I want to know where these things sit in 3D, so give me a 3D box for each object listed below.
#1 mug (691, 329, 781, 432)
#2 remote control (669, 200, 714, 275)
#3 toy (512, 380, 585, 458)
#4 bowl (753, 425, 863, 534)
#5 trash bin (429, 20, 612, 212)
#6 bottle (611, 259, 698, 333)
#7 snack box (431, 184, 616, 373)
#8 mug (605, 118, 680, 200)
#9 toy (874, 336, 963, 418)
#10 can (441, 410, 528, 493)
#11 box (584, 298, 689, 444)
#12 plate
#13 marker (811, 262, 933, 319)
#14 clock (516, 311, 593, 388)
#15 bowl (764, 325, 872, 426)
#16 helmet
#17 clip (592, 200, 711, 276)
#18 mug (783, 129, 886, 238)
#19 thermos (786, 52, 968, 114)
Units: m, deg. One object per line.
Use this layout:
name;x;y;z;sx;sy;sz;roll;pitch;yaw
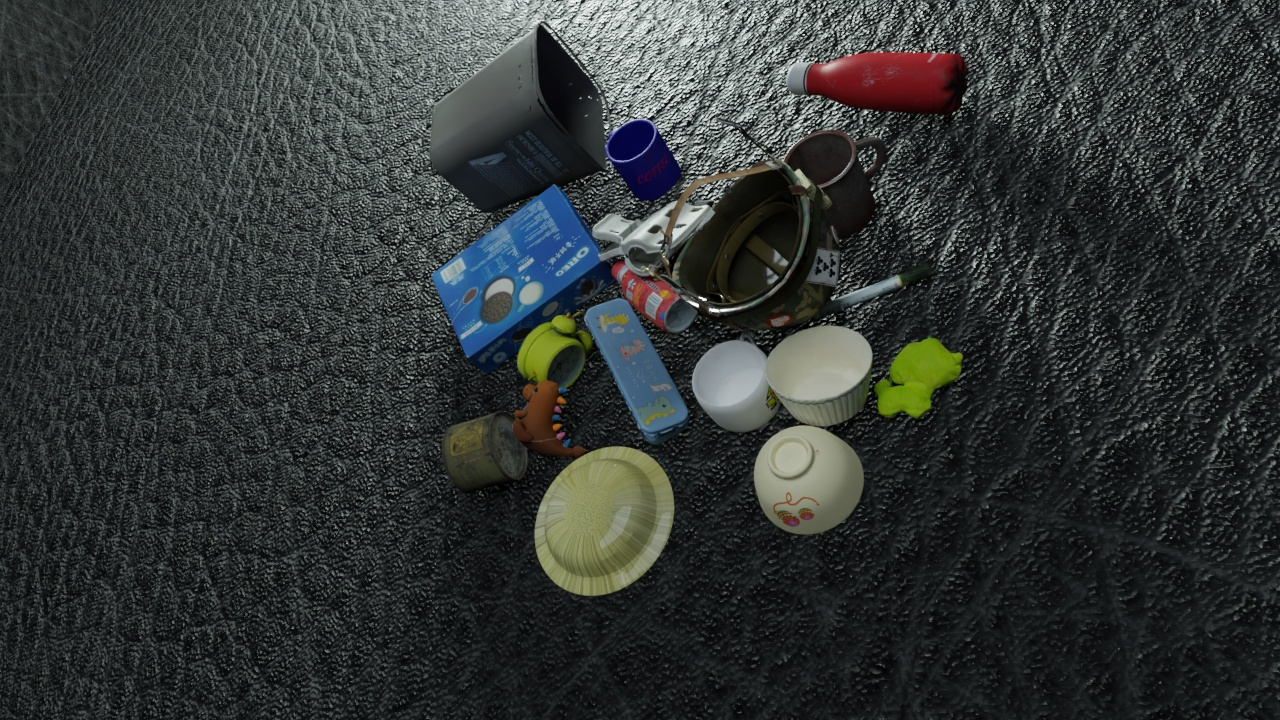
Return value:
mug;0.115;0.021;1.061;0.094;0.068;0.115;2;62;30
remote control;0.070;-0.169;1.246;0.028;0.012;0.124;6;64;32
toy;-0.109;0.075;1.157;0.103;0.070;0.090;20;98;15
bowl;0.168;0.115;0.968;0.118;0.074;0.117;-15;55;21
trash bin;-0.188;-0.355;1.405;0.221;0.197;0.197;-21;54;24
bottle;0.012;-0.091;1.196;0.062;0.062;0.137;-46;50;-4
snack box;-0.171;-0.121;1.325;0.239;0.056;0.195;-35;50;4
mug;-0.005;-0.295;1.322;0.079;0.083;0.111;-44;49;-2
toy;0.296;0.020;0.982;0.094;0.036;0.093;-3;64;36
can;-0.197;0.117;1.164;0.075;0.090;0.089;-18;53;19
box;-0.007;0.005;1.136;0.067;0.052;0.209;-31;59;6
plate;-0.053;0.179;1.075;0.185;0.036;0.184;-14;56;21
marker;0.268;-0.079;1.073;0.147;0.017;0.017;-21;52;16
clock;-0.108;-0.014;1.202;0.057;0.083;0.119;32;82;34
bowl;0.200;0.023;1.004;0.115;0.062;0.115;-14;40;12
helmet;0.121;-0.133;1.038;0.193;0.236;0.224;-51;17;13
clip;0.011;-0.154;1.199;0.151;0.089;0.125;-6;26;36
mug;0.246;-0.221;1.118;0.123;0.110;0.096;-27;56;11
thermos;0.300;-0.365;1.201;0.240;0.073;0.073;16;69;36
